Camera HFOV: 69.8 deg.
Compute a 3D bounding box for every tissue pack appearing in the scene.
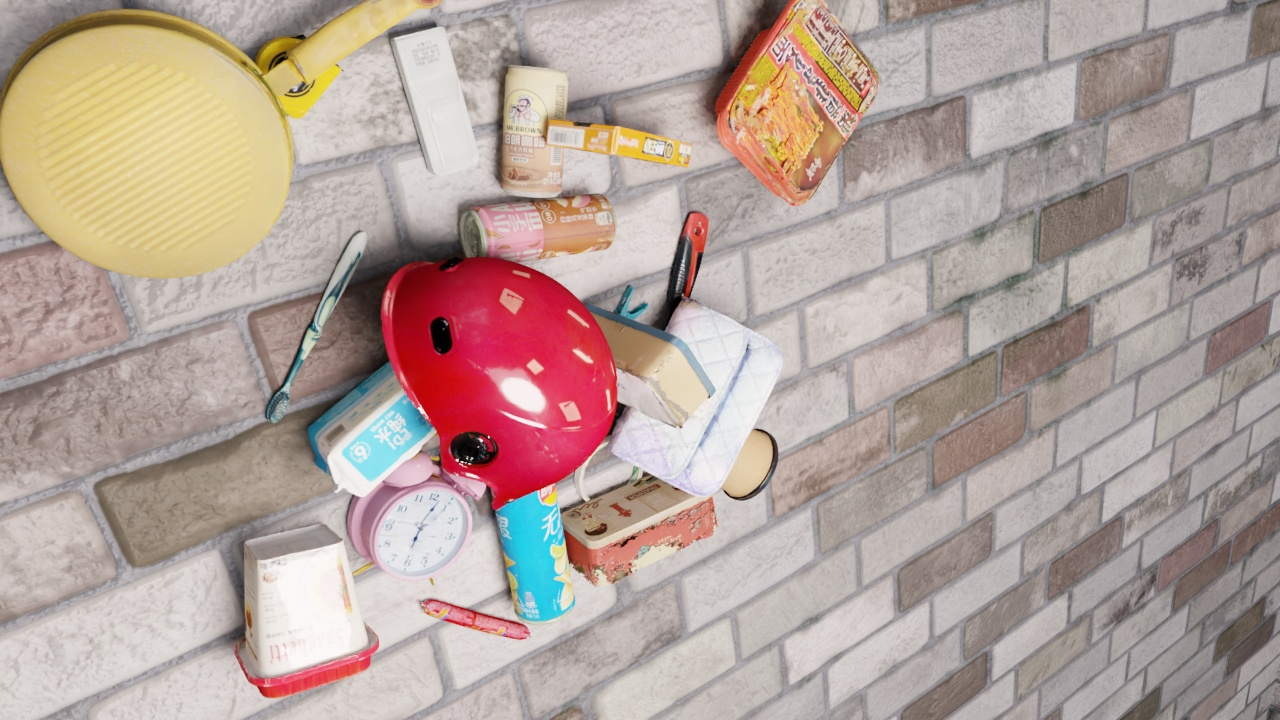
[{"bbox_3d":[-0.237,0.059,0.844,0.140,0.090,0.063,-43,121,-15],"label":"tissue pack"}]

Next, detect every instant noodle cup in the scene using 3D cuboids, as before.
[{"bbox_3d":[0.160,-0.280,0.998,0.164,0.079,0.188,35,84,-37],"label":"instant noodle cup"},{"bbox_3d":[-0.313,0.225,0.847,0.116,0.117,0.124,-9,99,-32],"label":"instant noodle cup"}]

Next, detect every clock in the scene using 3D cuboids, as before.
[{"bbox_3d":[-0.217,0.143,0.907,0.117,0.060,0.158,19,94,-38],"label":"clock"}]

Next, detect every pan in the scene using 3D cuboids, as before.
[{"bbox_3d":[-0.300,-0.203,0.703,0.357,0.078,0.198,-30,128,-5],"label":"pan"}]

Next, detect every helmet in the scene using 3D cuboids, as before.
[{"bbox_3d":[-0.105,0.002,0.813,0.144,0.206,0.240,-16,138,16],"label":"helmet"}]

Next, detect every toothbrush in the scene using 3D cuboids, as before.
[{"bbox_3d":[-0.289,-0.029,0.822,0.016,0.018,0.191,26,91,-37],"label":"toothbrush"}]

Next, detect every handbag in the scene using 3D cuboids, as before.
[{"bbox_3d":[0.062,0.041,0.996,0.134,0.075,0.194,26,86,5],"label":"handbag"}]

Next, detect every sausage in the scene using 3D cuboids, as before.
[{"bbox_3d":[-0.180,0.287,1.011,0.155,0.020,0.020,30,89,-37],"label":"sausage"}]

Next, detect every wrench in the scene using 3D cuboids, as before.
[{"bbox_3d":[0.030,-0.033,1.033,0.056,0.016,0.273,14,95,-39],"label":"wrench"}]

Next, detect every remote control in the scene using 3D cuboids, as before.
[{"bbox_3d":[-0.181,-0.229,0.819,0.049,0.024,0.125,-26,119,-25],"label":"remote control"}]

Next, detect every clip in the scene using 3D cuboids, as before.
[{"bbox_3d":[-0.017,-0.051,1.002,0.054,0.013,0.033,-51,126,-8],"label":"clip"}]

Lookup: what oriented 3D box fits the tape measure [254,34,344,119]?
[{"bbox_3d":[-0.282,-0.233,0.744,0.060,0.029,0.057,-50,127,1],"label":"tape measure"}]

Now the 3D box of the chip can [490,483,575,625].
[{"bbox_3d":[-0.117,0.178,0.980,0.071,0.071,0.210,-20,117,-28],"label":"chip can"}]

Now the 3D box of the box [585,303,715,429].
[{"bbox_3d":[-0.006,0.005,0.924,0.059,0.184,0.090,-49,131,-18],"label":"box"}]

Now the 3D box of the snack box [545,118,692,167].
[{"bbox_3d":[-0.017,-0.205,0.869,0.153,0.075,0.026,-12,114,-61],"label":"snack box"}]

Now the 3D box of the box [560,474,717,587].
[{"bbox_3d":[0.001,0.191,1.034,0.168,0.091,0.076,-21,114,-27],"label":"box"}]

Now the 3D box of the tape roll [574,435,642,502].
[{"bbox_3d":[-0.036,0.128,1.054,0.085,0.014,0.086,-12,114,-31],"label":"tape roll"}]

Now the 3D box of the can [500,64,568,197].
[{"bbox_3d":[-0.099,-0.214,0.858,0.058,0.058,0.116,-6,110,-33],"label":"can"}]

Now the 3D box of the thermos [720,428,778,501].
[{"bbox_3d":[0.094,0.106,1.094,0.143,0.093,0.093,29,89,-29],"label":"thermos"}]

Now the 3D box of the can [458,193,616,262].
[{"bbox_3d":[-0.098,-0.127,0.891,0.147,0.058,0.058,-13,113,-30],"label":"can"}]
